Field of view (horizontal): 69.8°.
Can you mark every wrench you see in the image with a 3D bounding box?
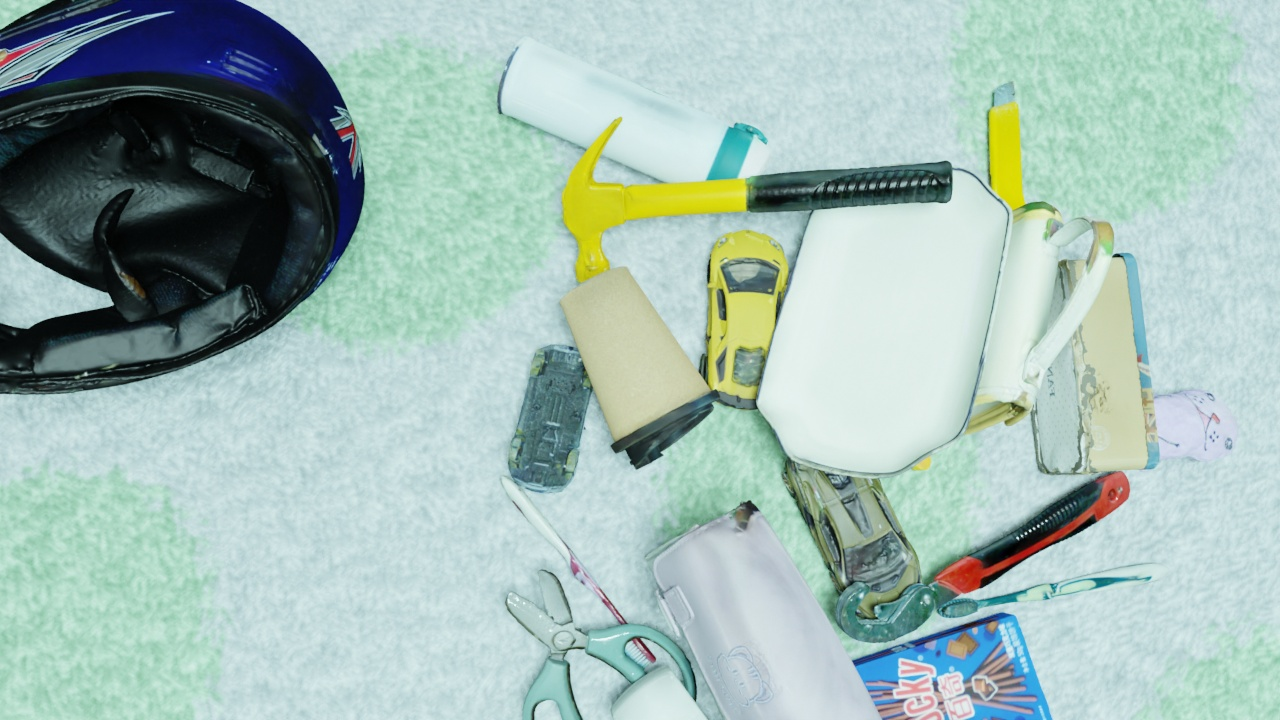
[{"bbox_3d":[0.274,0.153,0.719,0.273,0.016,0.056,-21,108,-12],"label":"wrench"}]

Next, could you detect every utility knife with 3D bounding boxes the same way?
[{"bbox_3d":[0.316,-0.161,0.790,0.033,0.015,0.173,5,79,-7],"label":"utility knife"}]

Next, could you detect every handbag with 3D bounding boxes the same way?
[{"bbox_3d":[0.281,-0.033,0.681,0.063,0.179,0.163,20,74,-12],"label":"handbag"},{"bbox_3d":[0.084,0.206,0.644,0.098,0.145,0.197,-23,76,-17],"label":"handbag"}]

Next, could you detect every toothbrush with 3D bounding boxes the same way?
[{"bbox_3d":[0.330,0.183,0.729,0.191,0.018,0.016,-9,80,-3],"label":"toothbrush"},{"bbox_3d":[-0.052,0.166,0.722,0.017,0.016,0.187,-40,84,2],"label":"toothbrush"}]

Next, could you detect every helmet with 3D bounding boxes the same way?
[{"bbox_3d":[-0.360,-0.128,0.646,0.315,0.248,0.240,-22,39,-13],"label":"helmet"}]

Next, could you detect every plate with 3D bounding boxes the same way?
[{"bbox_3d":[0.188,-0.032,0.702,0.162,0.034,0.265,7,68,31],"label":"plate"}]

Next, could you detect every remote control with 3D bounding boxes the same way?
[{"bbox_3d":[0.036,0.294,0.685,0.056,0.019,0.135,-37,96,-7],"label":"remote control"}]

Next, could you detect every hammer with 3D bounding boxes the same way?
[{"bbox_3d":[0.085,-0.130,0.715,0.301,0.032,0.129,-2,111,9],"label":"hammer"}]

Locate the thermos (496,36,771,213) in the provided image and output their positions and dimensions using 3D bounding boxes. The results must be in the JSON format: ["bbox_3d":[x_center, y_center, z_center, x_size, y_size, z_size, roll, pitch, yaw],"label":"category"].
[{"bbox_3d":[-0.002,-0.196,0.760,0.224,0.073,0.073,23,80,2],"label":"thermos"}]

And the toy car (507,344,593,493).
[{"bbox_3d":[-0.070,0.046,0.732,0.054,0.037,0.120,11,70,1],"label":"toy car"}]

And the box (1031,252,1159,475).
[{"bbox_3d":[0.351,-0.001,0.725,0.062,0.090,0.184,-1,85,-1],"label":"box"}]

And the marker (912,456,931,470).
[{"bbox_3d":[0.227,0.029,0.755,0.018,0.015,0.123,7,77,-21],"label":"marker"}]

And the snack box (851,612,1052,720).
[{"bbox_3d":[0.228,0.259,0.708,0.157,0.026,0.084,-16,81,-5],"label":"snack box"}]

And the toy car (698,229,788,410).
[{"bbox_3d":[0.086,-0.035,0.748,0.071,0.041,0.155,4,78,-3],"label":"toy car"}]

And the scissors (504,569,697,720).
[{"bbox_3d":[-0.052,0.245,0.689,0.177,0.019,0.169,38,88,-9],"label":"scissors"}]

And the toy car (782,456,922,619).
[{"bbox_3d":[0.169,0.127,0.723,0.070,0.042,0.158,-25,84,-5],"label":"toy car"}]

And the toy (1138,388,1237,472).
[{"bbox_3d":[0.433,0.050,0.740,0.108,0.039,0.083,1,70,-15],"label":"toy"}]

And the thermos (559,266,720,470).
[{"bbox_3d":[-0.004,0.004,0.709,0.093,0.093,0.143,-28,85,-7],"label":"thermos"}]
